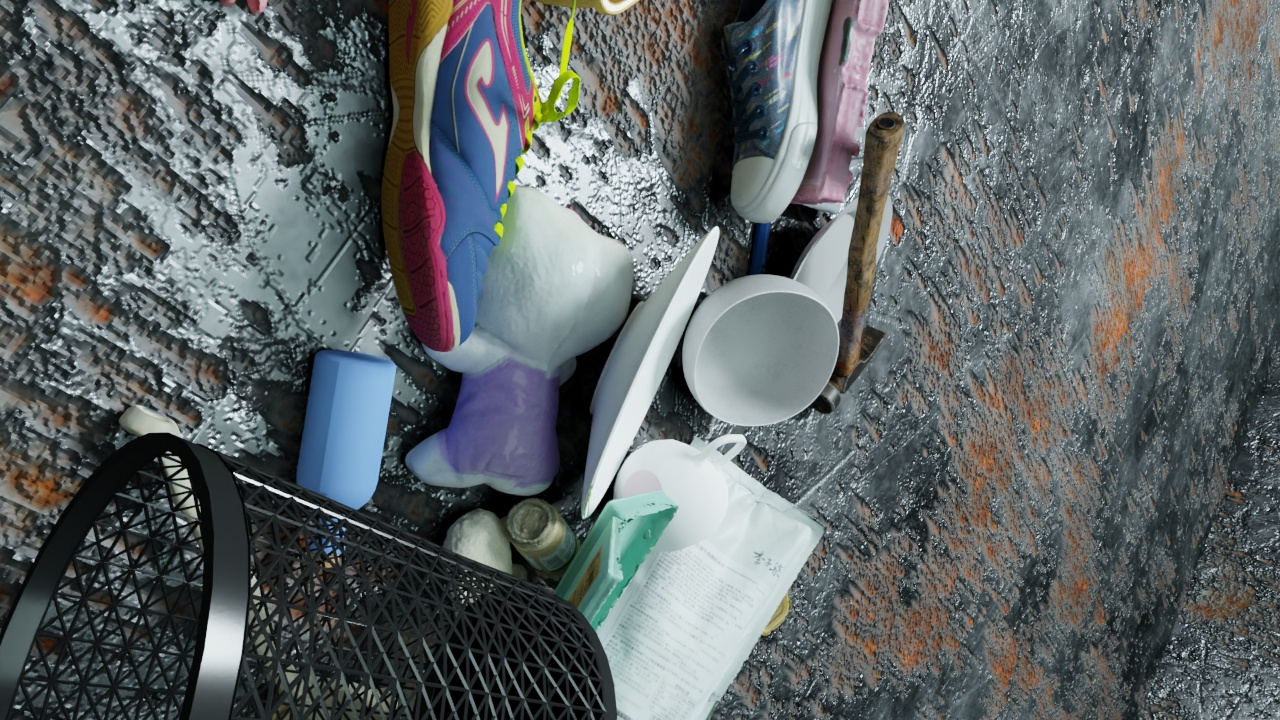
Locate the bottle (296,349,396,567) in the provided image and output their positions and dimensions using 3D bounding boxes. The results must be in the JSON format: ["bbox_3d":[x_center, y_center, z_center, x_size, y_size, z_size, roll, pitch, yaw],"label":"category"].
[{"bbox_3d":[-0.184,0.062,0.561,0.048,0.048,0.131,6,97,-45],"label":"bottle"}]

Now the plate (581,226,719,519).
[{"bbox_3d":[-0.004,0.004,0.665,0.229,0.030,0.229,27,88,-85],"label":"plate"}]

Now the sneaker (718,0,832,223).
[{"bbox_3d":[0.096,-0.232,0.748,0.079,0.087,0.235,10,89,-26],"label":"sneaker"}]

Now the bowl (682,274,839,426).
[{"bbox_3d":[0.097,-0.014,0.788,0.131,0.064,0.132,-7,120,-13],"label":"bowl"}]

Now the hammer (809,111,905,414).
[{"bbox_3d":[0.204,-0.086,0.832,0.119,0.033,0.331,-48,153,-27],"label":"hammer"}]

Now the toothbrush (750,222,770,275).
[{"bbox_3d":[0.121,-0.169,0.820,0.016,0.017,0.190,0,101,-48],"label":"toothbrush"}]

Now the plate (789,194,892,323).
[{"bbox_3d":[0.178,-0.086,0.868,0.172,0.019,0.173,-37,148,-28],"label":"plate"}]

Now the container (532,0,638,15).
[{"bbox_3d":[0.013,-0.306,0.570,0.183,0.167,0.129,-38,125,-31],"label":"container"}]

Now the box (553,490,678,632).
[{"bbox_3d":[-0.048,0.185,0.665,0.187,0.056,0.137,-60,165,22],"label":"box"}]

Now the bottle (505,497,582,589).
[{"bbox_3d":[-0.068,0.136,0.675,0.042,0.043,0.110,-55,154,-19],"label":"bottle"}]

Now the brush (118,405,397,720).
[{"bbox_3d":[-0.228,0.142,0.541,0.077,0.062,0.272,-40,122,-35],"label":"brush"}]

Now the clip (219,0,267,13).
[{"bbox_3d":[-0.214,-0.213,0.478,0.041,0.023,0.059,8,89,-41],"label":"clip"}]

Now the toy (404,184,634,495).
[{"bbox_3d":[-0.078,-0.007,0.624,0.137,0.086,0.209,14,96,-45],"label":"toy"}]

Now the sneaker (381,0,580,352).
[{"bbox_3d":[-0.096,-0.126,0.548,0.091,0.116,0.242,-1,95,-35],"label":"sneaker"}]

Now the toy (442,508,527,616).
[{"bbox_3d":[-0.115,0.149,0.647,0.112,0.050,0.087,-34,126,-60],"label":"toy"}]

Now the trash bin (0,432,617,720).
[{"bbox_3d":[-0.152,0.174,0.451,0.243,0.217,0.217,28,81,-43],"label":"trash bin"}]

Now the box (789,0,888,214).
[{"bbox_3d":[0.167,-0.249,0.797,0.172,0.075,0.233,-23,123,-79],"label":"box"}]

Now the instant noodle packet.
[{"bbox_3d":[0.036,0.217,0.794,0.147,0.057,0.268,36,74,-6],"label":"instant noodle packet"}]

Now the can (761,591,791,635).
[{"bbox_3d":[0.104,0.208,0.876,0.053,0.059,0.100,-29,121,-36],"label":"can"}]

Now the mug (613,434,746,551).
[{"bbox_3d":[0.033,0.099,0.741,0.124,0.090,0.076,-43,151,18],"label":"mug"}]
